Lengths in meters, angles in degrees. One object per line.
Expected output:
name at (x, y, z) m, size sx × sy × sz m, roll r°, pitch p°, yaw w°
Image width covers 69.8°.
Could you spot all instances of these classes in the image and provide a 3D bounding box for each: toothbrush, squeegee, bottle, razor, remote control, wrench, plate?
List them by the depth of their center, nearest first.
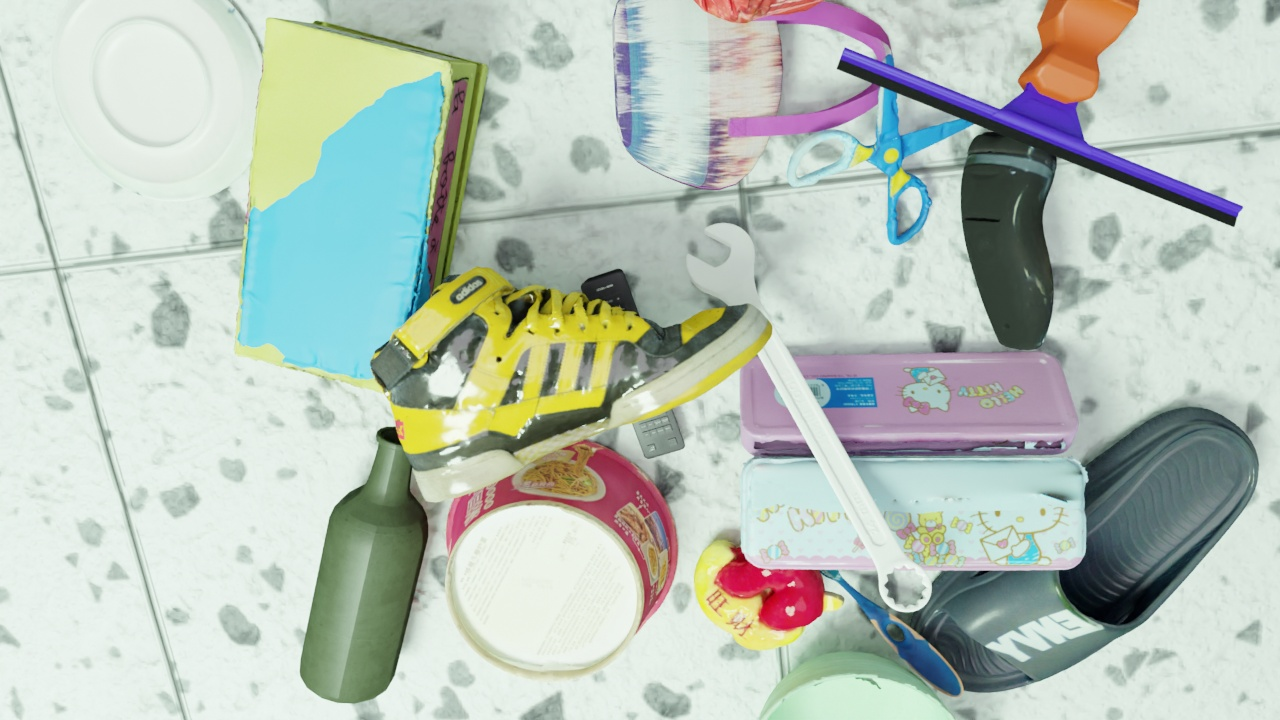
squeegee at (0.262, -0.210, 0.532) m, size 0.249 × 0.055 × 0.185 m, roll 21°, pitch 98°, yaw -1°
wrench at (0.103, 0.030, 0.577) m, size 0.047 × 0.009 × 0.273 m, roll -27°, pitch 75°, yaw -1°
razor at (0.239, -0.076, 0.581) m, size 0.063 × 0.053 × 0.140 m, roll -24°, pitch 112°, yaw -22°
plate at (-0.328, -0.185, 0.620) m, size 0.157 × 0.014 × 0.157 m, roll 2°, pitch 106°, yaw 6°
remote control at (-0.004, 0.004, 0.642) m, size 0.032 × 0.015 × 0.136 m, roll -17°, pitch 106°, yaw 10°
toothbrush at (0.175, 0.187, 0.651) m, size 0.135 × 0.017 × 0.021 m, roll 43°, pitch 90°, yaw 16°
bottle at (-0.197, 0.148, 0.673) m, size 0.071 × 0.071 × 0.207 m, roll 17°, pitch 107°, yaw 1°

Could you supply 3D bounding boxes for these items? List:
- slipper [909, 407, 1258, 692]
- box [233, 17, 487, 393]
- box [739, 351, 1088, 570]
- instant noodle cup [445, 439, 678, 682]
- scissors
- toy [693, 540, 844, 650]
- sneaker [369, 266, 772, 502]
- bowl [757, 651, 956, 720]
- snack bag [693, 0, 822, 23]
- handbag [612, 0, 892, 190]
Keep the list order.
slipper at (0.307, 0.146, 0.618) m, size 0.110 × 0.083 × 0.268 m, roll 42°, pitch 105°, yaw -9°
box at (-0.185, -0.098, 0.601) m, size 0.124 × 0.082 × 0.221 m, roll 13°, pitch 109°, yaw 3°
box at (0.171, 0.063, 0.591) m, size 0.214 × 0.051 × 0.148 m, roll -1°, pitch 72°, yaw 6°
instant noodle cup at (-0.064, 0.150, 0.657) m, size 0.179 × 0.077 × 0.179 m, roll 1°, pitch 105°, yaw 5°
scissors at (0.150, -0.127, 0.572) m, size 0.130 × 0.013 × 0.125 m, roll -13°, pitch 122°, yaw -7°
toy at (0.095, 0.145, 0.647) m, size 0.105 × 0.067 × 0.137 m, roll 26°, pitch 107°, yaw 20°
sneaker at (-0.050, -0.013, 0.554) m, size 0.238 × 0.086 × 0.122 m, roll -25°, pitch 105°, yaw 4°
bowl at (0.154, 0.273, 0.670) m, size 0.151 × 0.077 × 0.151 m, roll 1°, pitch 106°, yaw 5°
snack bag at (0.098, -0.236, 0.508) m, size 0.176 × 0.082 × 0.082 m, roll -19°, pitch 104°, yaw -14°
handbag at (0.068, -0.179, 0.564) m, size 0.170 × 0.068 × 0.145 m, roll -2°, pitch 105°, yaw 0°
